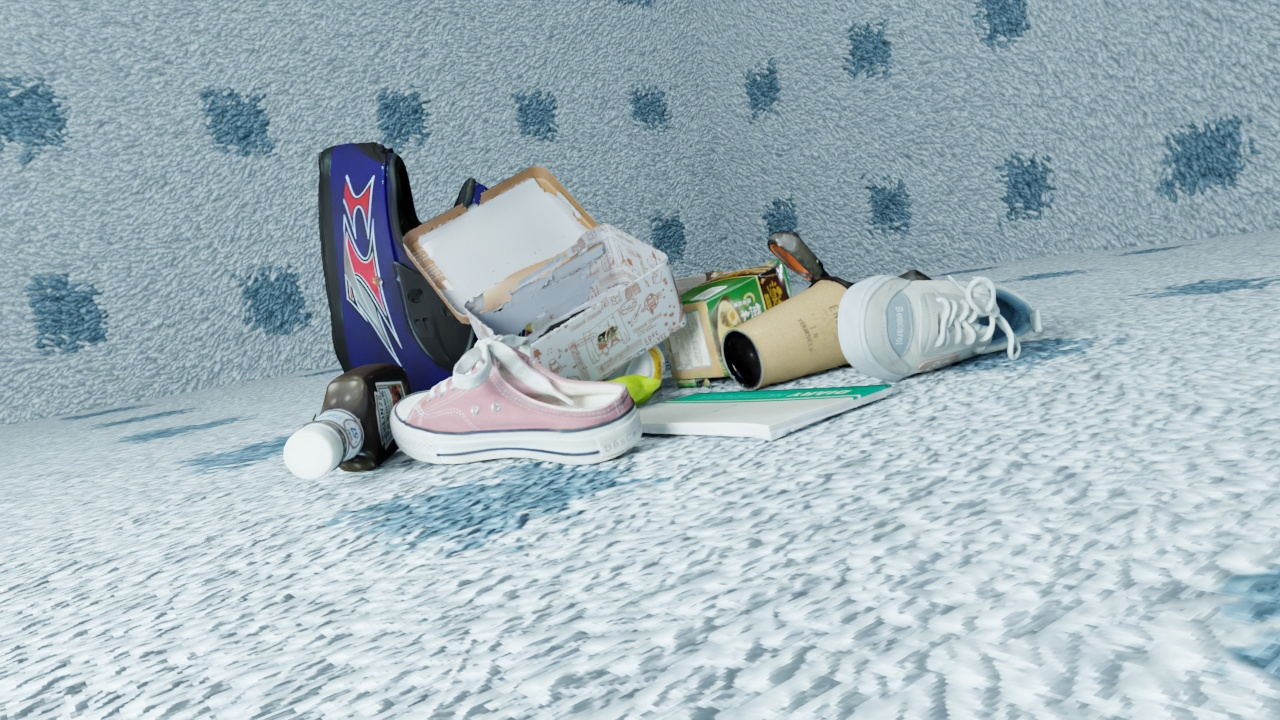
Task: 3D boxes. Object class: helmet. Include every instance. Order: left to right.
[{"bbox_3d":[-0.234,-0.100,1.079,0.240,0.316,0.247,-6,16,-9],"label":"helmet"}]

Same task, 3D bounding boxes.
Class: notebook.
[{"bbox_3d":[0.069,0.040,0.725,0.150,0.012,0.210,-12,6,-42],"label":"notebook"}]

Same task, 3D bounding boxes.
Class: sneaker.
[{"bbox_3d":[-0.105,0.024,0.686,0.242,0.088,0.118,-1,21,39],"label":"sneaker"},{"bbox_3d":[0.262,-0.029,0.778,0.241,0.089,0.091,-5,5,-44],"label":"sneaker"}]

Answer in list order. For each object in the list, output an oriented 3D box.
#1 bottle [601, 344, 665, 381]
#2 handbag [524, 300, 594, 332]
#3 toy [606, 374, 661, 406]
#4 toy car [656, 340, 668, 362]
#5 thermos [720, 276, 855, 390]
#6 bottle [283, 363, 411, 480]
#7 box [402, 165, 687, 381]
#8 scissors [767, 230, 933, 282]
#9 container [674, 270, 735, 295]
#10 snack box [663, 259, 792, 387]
[{"bbox_3d":[-0.006,0.005,0.935,0.063,0.063,0.108,-8,2,8],"label":"bottle"},{"bbox_3d":[-0.038,-0.042,1.051,0.163,0.063,0.178,-13,-2,14],"label":"handbag"},{"bbox_3d":[-0.019,0.031,0.824,0.097,0.031,0.100,-17,-2,23],"label":"toy"},{"bbox_3d":[-0.002,-0.018,1.242,0.120,0.054,0.037,-9,2,-15],"label":"toy car"},{"bbox_3d":[0.152,-0.023,0.878,0.143,0.093,0.093,-20,10,-28],"label":"thermos"},{"bbox_3d":[-0.226,0.051,0.724,0.044,0.080,0.194,-5,9,2],"label":"bottle"},{"bbox_3d":[-0.100,-0.084,0.912,0.178,0.110,0.259,-33,39,-19],"label":"box"},{"bbox_3d":[0.217,-0.069,0.949,0.221,0.021,0.235,31,-14,-20],"label":"scissors"},{"bbox_3d":[0.074,-0.049,1.131,0.090,0.111,0.090,-10,5,-12],"label":"container"},{"bbox_3d":[0.085,-0.034,0.951,0.105,0.117,0.118,-19,8,-39],"label":"snack box"}]
